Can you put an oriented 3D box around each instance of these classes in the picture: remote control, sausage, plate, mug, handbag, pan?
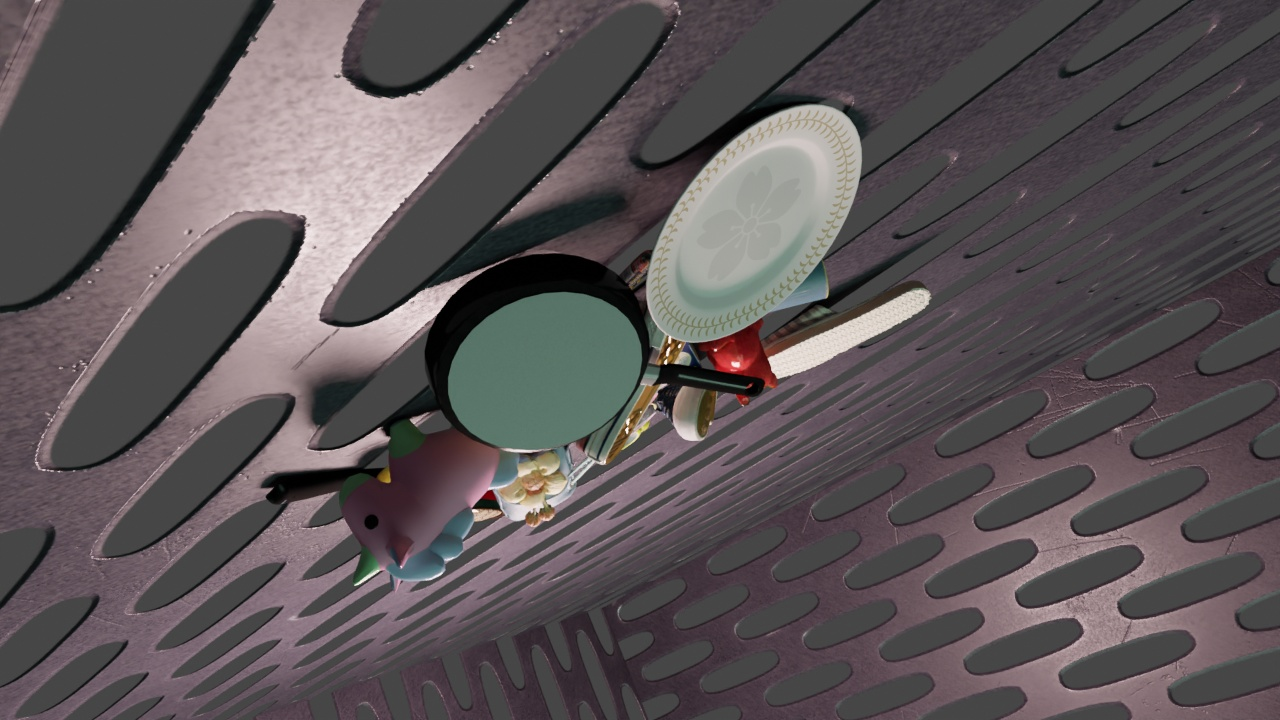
[{"bbox_3d":[-0.359,0.145,1.070,0.041,0.020,0.151,-37,161,33],"label":"remote control"},{"bbox_3d":[-0.025,-0.066,0.897,0.020,0.020,0.156,-7,155,-42],"label":"sausage"},{"bbox_3d":[0.099,-0.117,0.809,0.242,0.016,0.243,-28,145,-22],"label":"plate"},{"bbox_3d":[0.125,-0.083,0.958,0.121,0.078,0.078,-19,162,0],"label":"mug"},{"bbox_3d":[-0.142,0.153,1.199,0.121,0.118,0.192,-20,150,-11],"label":"handbag"},{"bbox_3d":[-0.272,0.199,1.271,0.138,0.063,0.166,-19,163,18],"label":"handbag"},{"bbox_3d":[-0.023,0.012,0.861,0.355,0.044,0.205,10,122,-28],"label":"pan"}]

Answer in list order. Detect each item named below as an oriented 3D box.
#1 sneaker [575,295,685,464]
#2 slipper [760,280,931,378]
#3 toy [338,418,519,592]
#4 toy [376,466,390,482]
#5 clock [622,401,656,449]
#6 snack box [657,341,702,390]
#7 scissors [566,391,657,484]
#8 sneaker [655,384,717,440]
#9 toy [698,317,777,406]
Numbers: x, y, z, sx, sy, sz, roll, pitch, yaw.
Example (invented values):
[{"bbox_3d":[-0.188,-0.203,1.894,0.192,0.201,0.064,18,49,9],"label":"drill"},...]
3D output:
[{"bbox_3d":[-0.018,-0.006,0.953,0.241,0.088,0.118,-63,165,22],"label":"sneaker"},{"bbox_3d":[0.262,-0.044,1.259,0.273,0.054,0.114,-26,159,21],"label":"slipper"},{"bbox_3d":[-0.219,0.145,0.997,0.221,0.171,0.120,-16,160,-24],"label":"toy"},{"bbox_3d":[-0.269,0.147,1.124,0.137,0.067,0.106,6,126,-54],"label":"toy"},{"bbox_3d":[-0.032,0.085,1.251,0.119,0.057,0.083,-31,161,1],"label":"clock"},{"bbox_3d":[-0.006,0.006,1.082,0.144,0.042,0.145,-26,161,5],"label":"snack box"},{"bbox_3d":[-0.027,0.094,1.148,0.171,0.014,0.168,-50,168,16],"label":"scissors"},{"bbox_3d":[0.056,0.051,1.201,0.079,0.087,0.235,8,-178,8],"label":"sneaker"},{"bbox_3d":[0.127,-0.003,1.144,0.088,0.094,0.133,-27,160,10],"label":"toy"}]
